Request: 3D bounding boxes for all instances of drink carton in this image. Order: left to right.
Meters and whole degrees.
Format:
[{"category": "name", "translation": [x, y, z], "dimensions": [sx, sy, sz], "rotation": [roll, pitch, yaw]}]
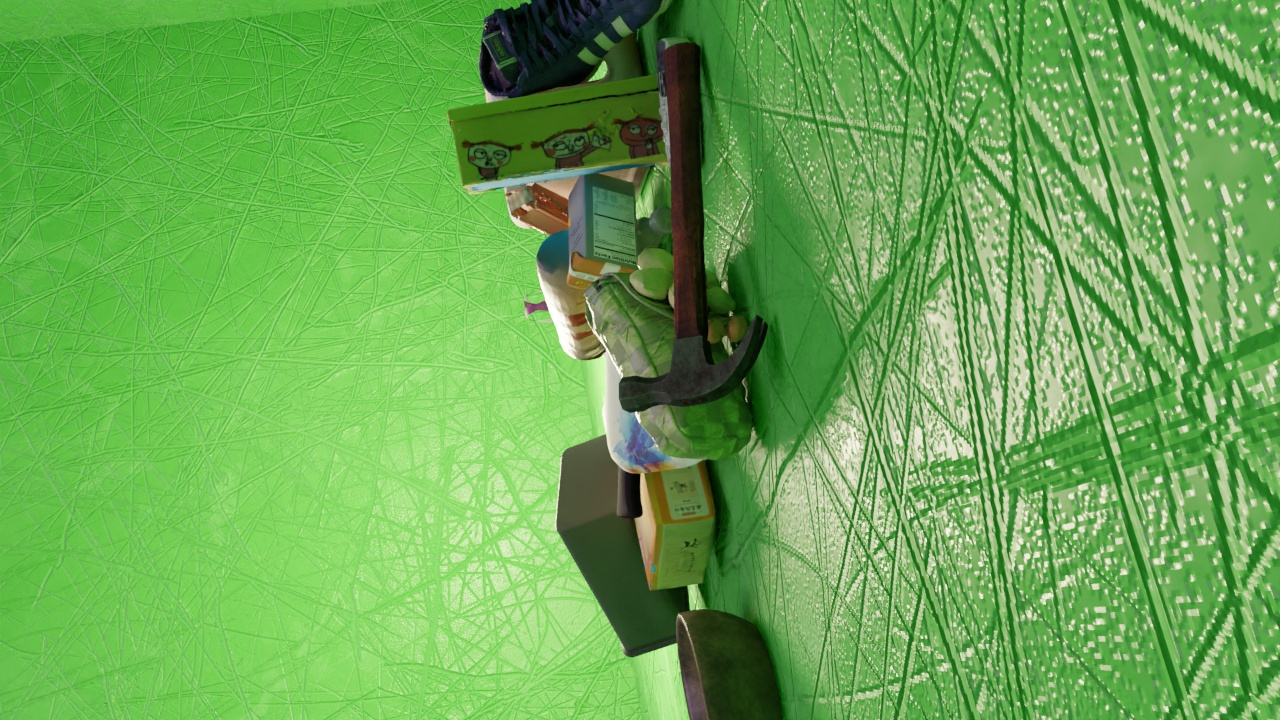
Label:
[{"category": "drink carton", "translation": [-0.040, -0.135, 0.977], "dimensions": [0.049, 0.076, 0.124], "rotation": [130, 145, -50]}]

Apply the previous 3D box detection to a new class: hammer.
[{"category": "hammer", "translation": [-0.006, 0.006, 0.985], "dimensions": [0.127, 0.029, 0.323], "rotation": [162, 113, -63]}, {"category": "hammer", "translation": [0.037, -0.113, 0.714], "dimensions": [0.028, 0.111, 0.300], "rotation": [32, -126, -61]}]

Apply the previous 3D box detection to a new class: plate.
[{"category": "plate", "translation": [0.013, 0.015, 0.903], "dimensions": [0.187, 0.016, 0.187], "rotation": [-18, 69, 56]}]

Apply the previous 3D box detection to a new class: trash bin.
[{"category": "trash bin", "translation": [-0.087, -0.270, 1.115], "dimensions": [0.260, 0.181, 0.157], "rotation": [136, 123, -80]}, {"category": "trash bin", "translation": [-0.021, 0.236, 1.198], "dimensions": [0.191, 0.098, 0.220], "rotation": [-93, -20, -62]}]

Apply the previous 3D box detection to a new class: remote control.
[{"category": "remote control", "translation": [0.033, -0.224, 0.808], "dimensions": [0.060, 0.028, 0.114], "rotation": [-120, 23, -70]}]

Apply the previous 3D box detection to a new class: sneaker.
[{"category": "sneaker", "translation": [-0.070, -0.311, 0.819], "dimensions": [0.234, 0.118, 0.091], "rotation": [-21, 93, 59]}]

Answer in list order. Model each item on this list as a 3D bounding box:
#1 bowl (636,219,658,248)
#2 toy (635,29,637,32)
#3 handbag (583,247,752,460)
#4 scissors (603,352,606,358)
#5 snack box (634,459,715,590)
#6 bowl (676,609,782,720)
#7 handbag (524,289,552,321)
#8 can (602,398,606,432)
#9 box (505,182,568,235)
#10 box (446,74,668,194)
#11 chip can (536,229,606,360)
[{"category": "bowl", "translation": [-0.005, -0.108, 1.143], "dimensions": [0.152, 0.050, 0.152], "rotation": [174, 91, -81]}, {"category": "toy", "translation": [-0.015, -0.375, 0.893], "dimensions": [0.088, 0.056, 0.106], "rotation": [-122, 26, -71]}, {"category": "handbag", "translation": [0.040, -0.011, 0.768], "dimensions": [0.117, 0.113, 0.186], "rotation": [-46, 60, 41]}, {"category": "scissors", "translation": [-0.020, 0.010, 1.332], "dimensions": [0.130, 0.011, 0.125], "rotation": [51, -147, -24]}, {"category": "snack box", "translation": [0.033, 0.137, 1.041], "dimensions": [0.145, 0.080, 0.195], "rotation": [93, 167, -49]}, {"category": "bowl", "translation": [0.086, 0.320, 0.887], "dimensions": [0.162, 0.070, 0.162], "rotation": [170, 91, -83]}, {"category": "handbag", "translation": [-0.090, -0.091, 1.378], "dimensions": [0.145, 0.170, 0.068], "rotation": [97, 163, -66]}, {"category": "can", "translation": [-0.011, 0.114, 1.374], "dimensions": [0.078, 0.078, 0.136], "rotation": [92, 167, -57]}, {"category": "box", "translation": [-0.094, -0.162, 1.075], "dimensions": [0.186, 0.060, 0.058], "rotation": [15, -76, -60]}, {"category": "box", "translation": [-0.075, -0.221, 0.908], "dimensions": [0.124, 0.221, 0.082], "rotation": [-131, 33, -81]}, {"category": "chip can", "translation": [-0.075, -0.072, 1.104], "dimensions": [0.230, 0.080, 0.079], "rotation": [81, 177, -70]}]
